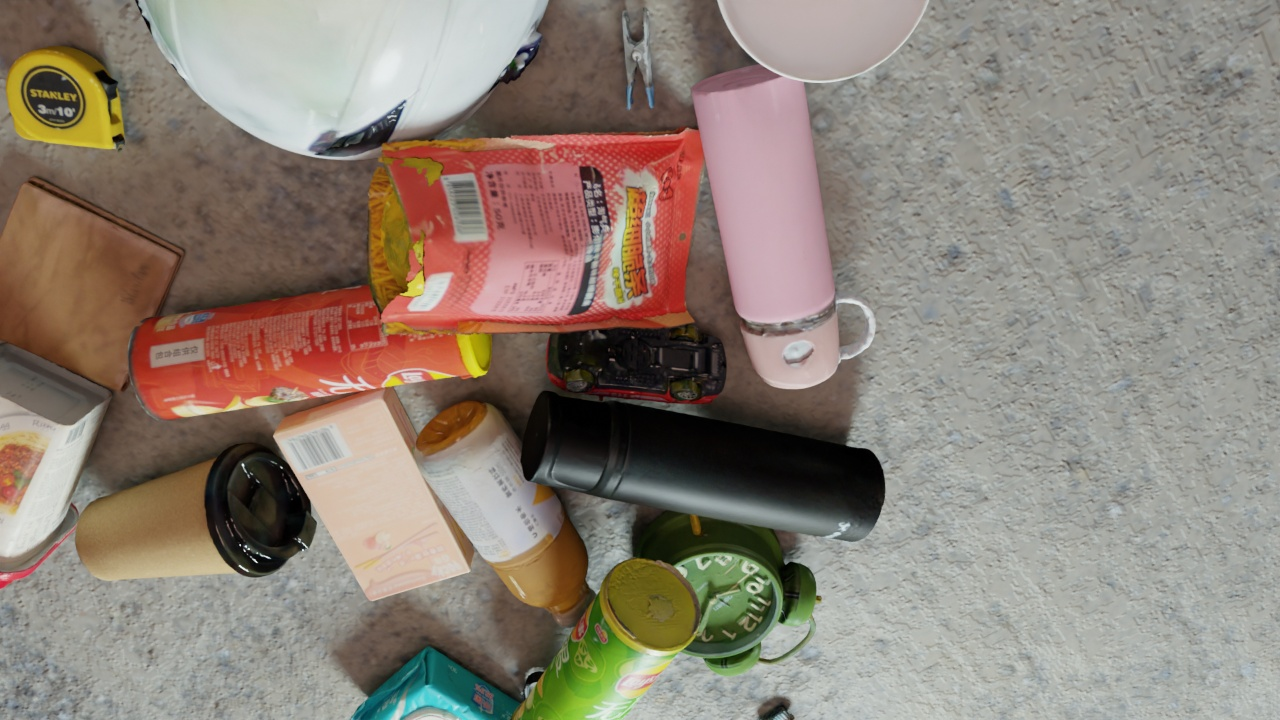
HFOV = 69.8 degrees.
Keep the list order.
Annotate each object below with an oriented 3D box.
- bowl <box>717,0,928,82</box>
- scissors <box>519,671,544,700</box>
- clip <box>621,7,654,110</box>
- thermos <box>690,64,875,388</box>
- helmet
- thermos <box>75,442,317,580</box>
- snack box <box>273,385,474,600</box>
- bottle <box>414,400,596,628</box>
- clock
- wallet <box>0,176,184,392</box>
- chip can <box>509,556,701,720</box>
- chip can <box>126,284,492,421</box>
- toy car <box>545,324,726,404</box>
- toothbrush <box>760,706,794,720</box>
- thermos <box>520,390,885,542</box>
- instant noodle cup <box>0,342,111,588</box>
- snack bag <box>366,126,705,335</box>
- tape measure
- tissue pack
[{"bbox_3d":[0.094,-0.215,0.505,0.118,0.064,0.118,-1,107,-4],"label":"bowl"},{"bbox_3d":[-0.036,0.319,0.787,0.165,0.014,0.163,29,112,-14],"label":"scissors"},{"bbox_3d":[-0.001,-0.179,0.545,0.038,0.026,0.058,-3,112,7],"label":"clip"},{"bbox_3d":[0.093,-0.081,0.571,0.087,0.067,0.199,-13,114,6],"label":"thermos"},{"bbox_3d":[-0.154,-0.211,0.456,0.229,0.145,0.259,28,112,-14],"label":"helmet"},{"bbox_3d":[-0.311,0.113,0.641,0.143,0.092,0.093,-13,115,12],"label":"thermos"},{"bbox_3d":[-0.190,0.099,0.668,0.084,0.026,0.157,-17,115,6],"label":"snack box"},{"bbox_3d":[-0.088,0.116,0.657,0.068,0.068,0.189,-24,117,9],"label":"bottle"},{"bbox_3d":[0.066,0.178,0.700,0.161,0.056,0.116,38,110,-18],"label":"clock"},{"bbox_3d":[-0.367,-0.047,0.598,0.101,0.020,0.115,27,109,-16],"label":"wallet"},{"bbox_3d":[-0.034,0.235,0.673,0.072,0.072,0.222,20,128,-12],"label":"chip can"},{"bbox_3d":[-0.208,-0.009,0.591,0.216,0.073,0.073,-9,115,2],"label":"chip can"},{"bbox_3d":[-0.004,0.004,0.615,0.120,0.052,0.045,8,154,-7],"label":"toy car"},{"bbox_3d":[0.060,0.361,0.810,0.188,0.016,0.017,-41,103,16],"label":"toothbrush"},{"bbox_3d":[0.040,0.074,0.630,0.242,0.090,0.068,13,70,-18],"label":"thermos"},{"bbox_3d":[-0.423,0.065,0.604,0.116,0.116,0.124,31,98,-16],"label":"instant noodle cup"},{"bbox_3d":[-0.052,-0.074,0.546,0.207,0.073,0.129,-8,111,-30],"label":"snack bag"},{"bbox_3d":[-0.337,-0.155,0.540,0.060,0.028,0.057,5,116,-5],"label":"tape measure"},{"bbox_3d":[-0.161,0.300,0.752,0.133,0.050,0.093,40,109,-18],"label":"tissue pack"}]
